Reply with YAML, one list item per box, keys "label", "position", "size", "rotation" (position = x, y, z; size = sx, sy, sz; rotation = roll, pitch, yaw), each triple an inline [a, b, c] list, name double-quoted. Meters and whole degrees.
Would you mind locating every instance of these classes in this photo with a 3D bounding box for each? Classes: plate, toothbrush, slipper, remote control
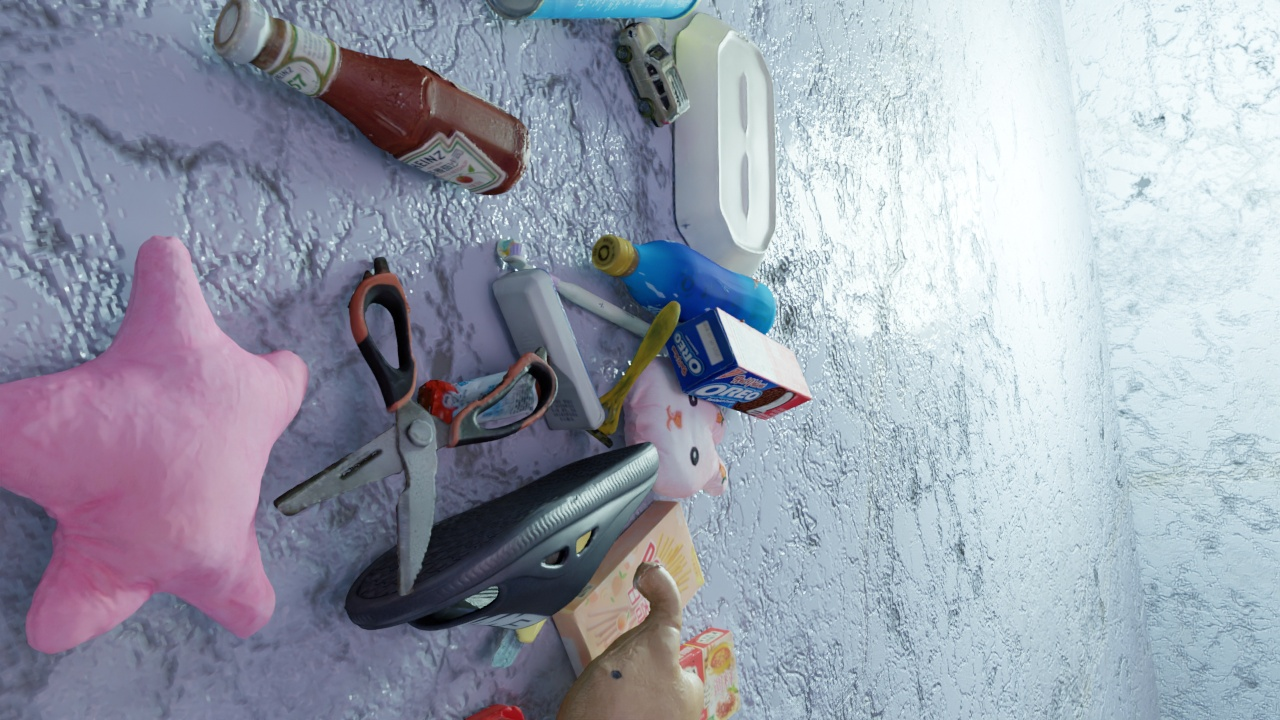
- label: "plate"
  position: [0.093, -0.212, 0.906]
  size: [0.161, 0.034, 0.265]
  rotation: [10, 79, -51]
- label: "toothbrush"
  position: [-0.042, -0.051, 0.730]
  size: [0.020, 0.029, 0.189]
  rotation: [-49, 140, 11]
- label: "slipper"
  position: [-0.064, 0.126, 0.602]
  size: [0.267, 0.111, 0.083]
  rotation: [-24, 95, -56]
- label: "remote control"
  position: [-0.068, -0.005, 0.667]
  size: [0.024, 0.049, 0.125]
  rotation: [-41, 118, -44]

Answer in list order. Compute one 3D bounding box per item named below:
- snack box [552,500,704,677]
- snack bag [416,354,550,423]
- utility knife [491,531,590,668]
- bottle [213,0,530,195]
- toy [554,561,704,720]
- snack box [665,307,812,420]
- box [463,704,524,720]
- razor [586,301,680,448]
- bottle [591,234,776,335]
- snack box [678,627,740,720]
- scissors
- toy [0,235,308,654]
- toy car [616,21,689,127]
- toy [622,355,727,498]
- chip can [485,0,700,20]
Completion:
- label: "snack box"
  position: [-0.005, 0.189, 0.745]
  size: [0.156, 0.026, 0.084]
  rotation: [-38, 116, -47]
- label: "snack bag"
  position: [-0.103, 0.025, 0.618]
  size: [0.105, 0.026, 0.045]
  rotation: [-12, 112, -40]
- label: "utility knife"
  position: [-0.061, 0.155, 0.677]
  size: [0.031, 0.019, 0.178]
  rotation: [60, 35, -26]
- label: "bottle"
  position: [-0.156, -0.159, 0.564]
  size: [0.205, 0.060, 0.059]
  rotation: [17, 73, -50]
- label: "toy"
  position: [-0.008, 0.264, 0.661]
  size: [0.143, 0.083, 0.226]
  rotation: [-2, 98, -53]
- label: "snack box"
  position: [0.092, 0.007, 0.824]
  size: [0.207, 0.057, 0.058]
  rotation: [21, 47, -61]
- label: "box"
  position: [-0.074, 0.334, 0.584]
  size: [0.094, 0.100, 0.201]
  rotation: [-12, 96, -52]
- label: "razor"
  position: [-0.004, 0.004, 0.725]
  size: [0.043, 0.028, 0.132]
  rotation: [37, 73, -7]
- label: "bottle"
  position: [0.040, -0.065, 0.797]
  size: [0.218, 0.065, 0.065]
  rotation: [18, 72, -50]
- label: "snack box"
  position: [0.033, 0.291, 0.784]
  size: [0.152, 0.026, 0.075]
  rotation: [-11, 95, -52]
- label: "scissors"
  position: [-0.124, 0.033, 0.547]
  size: [0.188, 0.015, 0.224]
  rotation: [12, 53, -38]
- label: "toy"
  position: [-0.230, 0.035, 0.430]
  size: [0.178, 0.075, 0.194]
  rotation: [30, 59, -60]
- label: "toy car"
  position: [0.012, -0.254, 0.808]
  size: [0.042, 0.035, 0.090]
  rotation: [-51, 122, -43]
- label: "toy"
  position: [0.037, 0.062, 0.794]
  size: [0.159, 0.054, 0.121]
  rotation: [27, 57, -55]
- label: "chip can"
  position: [-0.032, -0.307, 0.728]
  size: [0.209, 0.071, 0.071]
  rotation: [-26, 107, -49]
